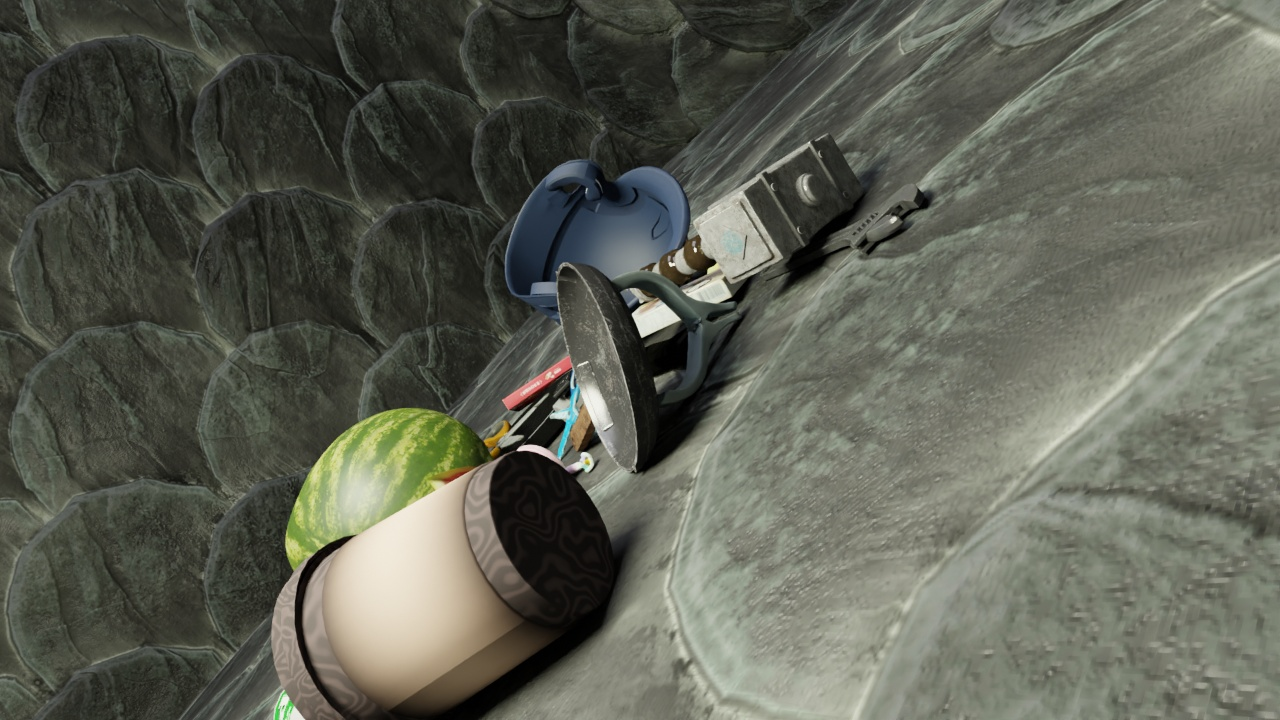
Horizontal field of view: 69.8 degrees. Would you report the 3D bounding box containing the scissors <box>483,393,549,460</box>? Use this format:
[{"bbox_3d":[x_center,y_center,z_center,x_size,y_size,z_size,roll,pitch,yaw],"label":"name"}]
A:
[{"bbox_3d":[-0.211,0.126,1.338,0.225,0.016,0.230,-47,12,0],"label":"scissors"}]

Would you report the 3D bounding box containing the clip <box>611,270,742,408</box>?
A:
[{"bbox_3d":[0.028,-0.021,0.897,0.032,0.164,0.165,-27,40,50],"label":"clip"}]

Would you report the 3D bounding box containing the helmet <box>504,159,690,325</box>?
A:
[{"bbox_3d":[-0.027,-0.143,1.255,0.273,0.223,0.231,-22,55,46],"label":"helmet"}]

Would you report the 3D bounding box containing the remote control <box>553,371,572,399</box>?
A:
[{"bbox_3d":[-0.105,0.033,1.265,0.030,0.009,0.140,-46,5,1],"label":"remote control"}]

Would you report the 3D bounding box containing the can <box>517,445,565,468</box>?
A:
[{"bbox_3d":[-0.123,0.139,0.992,0.067,0.067,0.076,-35,16,47],"label":"can"}]

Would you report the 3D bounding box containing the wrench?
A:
[{"bbox_3d":[0.180,-0.111,0.876,0.073,0.018,0.274,-49,10,-17],"label":"wrench"}]

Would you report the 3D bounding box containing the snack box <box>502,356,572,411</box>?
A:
[{"bbox_3d":[-0.156,0.037,1.483,0.133,0.021,0.089,-35,-6,1],"label":"snack box"}]

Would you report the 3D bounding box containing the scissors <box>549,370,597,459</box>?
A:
[{"bbox_3d":[-0.079,0.057,1.131,0.134,0.011,0.140,-10,69,61],"label":"scissors"}]

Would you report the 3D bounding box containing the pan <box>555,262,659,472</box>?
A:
[{"bbox_3d":[-0.040,0.031,0.926,0.040,0.207,0.358,-18,-17,-14],"label":"pan"}]

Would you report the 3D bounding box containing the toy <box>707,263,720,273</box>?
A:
[{"bbox_3d":[0.126,-0.141,1.105,0.135,0.045,0.091,-45,11,43],"label":"toy"}]

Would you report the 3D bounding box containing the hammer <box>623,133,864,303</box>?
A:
[{"bbox_3d":[0.072,-0.120,0.999,0.176,0.079,0.327,-38,8,-39],"label":"hammer"}]

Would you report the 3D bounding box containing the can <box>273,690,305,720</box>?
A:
[{"bbox_3d":[-0.295,0.339,0.870,0.087,0.088,0.140,-53,12,-30],"label":"can"}]

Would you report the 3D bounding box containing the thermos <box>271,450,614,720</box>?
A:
[{"bbox_3d":[-0.146,0.178,0.705,0.227,0.172,0.172,-35,15,25],"label":"thermos"}]

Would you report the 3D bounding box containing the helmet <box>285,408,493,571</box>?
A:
[{"bbox_3d":[-0.286,0.175,1.087,0.244,0.213,0.246,-19,19,25],"label":"helmet"}]

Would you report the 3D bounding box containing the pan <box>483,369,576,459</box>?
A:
[{"bbox_3d":[-0.189,0.117,1.414,0.224,0.034,0.357,-52,12,-28],"label":"pan"}]

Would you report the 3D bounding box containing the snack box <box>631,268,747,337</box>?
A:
[{"bbox_3d":[0.050,-0.068,1.070,0.150,0.026,0.081,-23,12,29],"label":"snack box"}]

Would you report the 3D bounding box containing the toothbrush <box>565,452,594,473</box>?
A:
[{"bbox_3d":[-0.089,0.128,1.040,0.015,0.022,0.155,-10,-11,-30],"label":"toothbrush"}]

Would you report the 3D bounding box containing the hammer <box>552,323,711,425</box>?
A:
[{"bbox_3d":[-0.007,0.007,1.112,0.131,0.039,0.329,-50,12,-22],"label":"hammer"}]
